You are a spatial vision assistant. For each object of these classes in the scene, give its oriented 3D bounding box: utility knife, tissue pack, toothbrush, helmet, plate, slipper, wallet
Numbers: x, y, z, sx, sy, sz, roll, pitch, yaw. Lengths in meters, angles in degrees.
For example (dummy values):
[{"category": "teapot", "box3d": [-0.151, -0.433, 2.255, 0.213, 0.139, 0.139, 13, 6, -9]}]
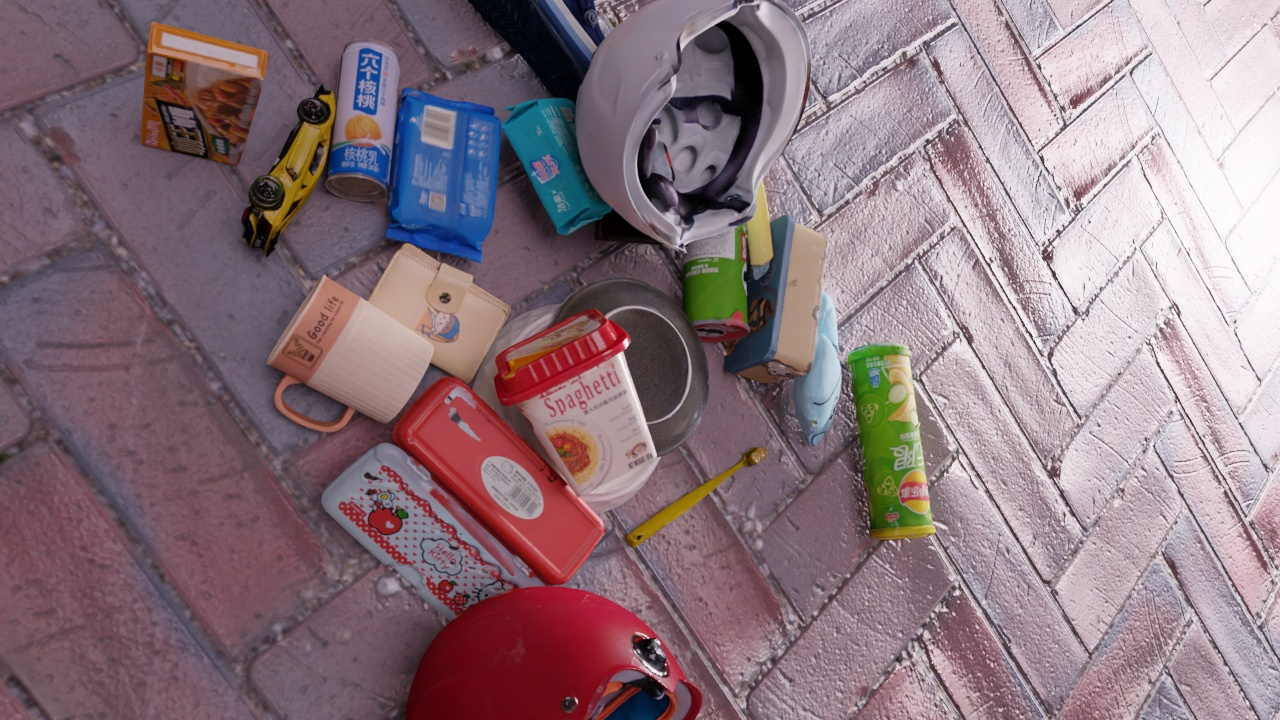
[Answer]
[{"category": "utility knife", "box3d": [0.124, -0.153, 0.997, 0.018, 0.031, 0.166, 52, 29, -42]}, {"category": "tissue pack", "box3d": [-0.181, -0.170, 0.840, 0.095, 0.052, 0.157, 9, 74, -26]}, {"category": "toothbrush", "box3d": [0.061, 0.135, 0.928, 0.189, 0.017, 0.015, -29, 93, -32]}, {"category": "helmet", "box3d": [-0.075, 0.258, 0.730, 0.239, 0.207, 0.144, 11, 41, -47]}, {"category": "tissue pack", "box3d": [-0.076, -0.192, 0.885, 0.133, 0.050, 0.093, 64, 23, -6]}, {"category": "plate", "box3d": [-0.055, 0.043, 0.867, 0.204, 0.046, 0.204, 8, 74, -28]}, {"category": "slipper", "box3d": [-0.090, -0.350, 0.903, 0.095, 0.105, 0.253, -46, 105, -23]}, {"category": "helmet", "box3d": [0.035, -0.237, 0.860, 0.257, 0.146, 0.229, -44, 144, -31]}, {"category": "wallet", "box3d": [0.003, -0.179, 0.950, 0.096, 0.020, 0.122, 3, 76, -2]}, {"category": "plate", "box3d": [-0.005, 0.005, 0.864, 0.179, 0.024, 0.179, 8, 75, -29]}, {"category": "wallet", "box3d": [-0.180, -0.043, 0.815, 0.115, 0.024, 0.087, 31, 84, -19]}]

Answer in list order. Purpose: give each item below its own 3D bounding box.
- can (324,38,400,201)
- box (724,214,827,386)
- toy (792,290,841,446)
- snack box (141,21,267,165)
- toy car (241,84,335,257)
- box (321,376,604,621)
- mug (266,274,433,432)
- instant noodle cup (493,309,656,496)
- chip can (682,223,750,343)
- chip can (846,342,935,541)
[{"category": "can", "box3d": [-0.245, -0.213, 0.812, 0.053, 0.053, 0.134, 9, 74, -28]}, {"category": "box", "box3d": [0.147, -0.068, 0.986, 0.062, 0.090, 0.184, 18, 67, -25]}, {"category": "toy", "box3d": [0.193, 0.010, 0.996, 0.155, 0.050, 0.162, -58, 148, -56]}, {"category": "snack box", "box3d": [-0.334, -0.198, 0.697, 0.075, 0.154, 0.026, 8, 74, -28]}, {"category": "toy car", "box3d": [-0.288, -0.161, 0.764, 0.041, 0.071, 0.155, 26, 66, -21]}, {"category": "box", "box3d": [-0.142, 0.129, 0.765, 0.161, 0.059, 0.201, -46, 108, -10]}, {"category": "mug", "box3d": [-0.244, 0.006, 0.752, 0.106, 0.082, 0.114, 33, 91, -21]}, {"category": "instant noodle cup", "box3d": [-0.050, 0.036, 0.773, 0.116, 0.116, 0.124, -27, 105, -5]}, {"category": "chip can", "box3d": [0.079, -0.141, 0.971, 0.072, 0.072, 0.235, 8, 74, -28]}, {"category": "chip can", "box3d": [0.281, 0.090, 1.034, 0.072, 0.073, 0.221, 2, 77, -30]}]
